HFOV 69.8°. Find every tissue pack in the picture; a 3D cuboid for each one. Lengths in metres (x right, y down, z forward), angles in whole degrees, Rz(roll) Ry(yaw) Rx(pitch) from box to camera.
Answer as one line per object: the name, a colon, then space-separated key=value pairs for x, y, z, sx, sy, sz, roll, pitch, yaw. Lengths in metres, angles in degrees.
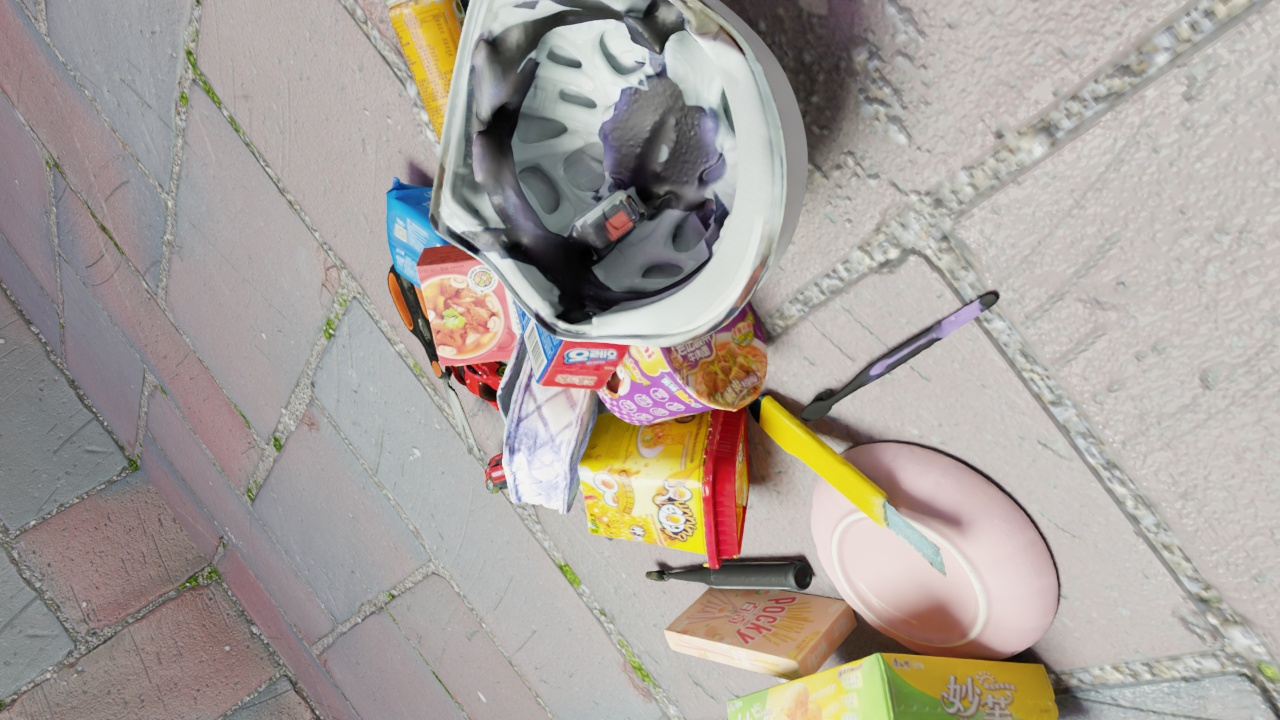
tissue pack: x=-0.186 y=-0.106 z=0.884 sx=0.157 sy=0.052 sz=0.095 roll=35 pitch=137 yaw=22

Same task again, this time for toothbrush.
toothbrush: x=0.074 y=0.203 z=0.866 sx=0.213 sy=0.027 sz=0.026 roll=-17 pitch=68 yaw=51
toothbrush: x=0.170 y=0.000 z=0.625 sx=0.014 sy=0.016 sz=0.190 roll=43 pitch=140 yaw=-4

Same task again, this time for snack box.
snack box: x=0.184 y=0.281 z=0.704 sx=0.211 sy=0.157 sz=0.070 roll=133 pitch=141 yaw=-52
snack box: x=-0.068 y=-0.075 z=0.694 sx=0.057 sy=0.058 sz=0.207 roll=-57 pitch=40 yaw=40
snack box: x=-0.130 y=-0.043 z=0.827 sx=0.113 sy=0.044 sz=0.127 roll=-7 pitch=122 yaw=0
snack box: x=0.104 y=0.237 z=0.816 sx=0.158 sy=0.084 sz=0.026 roll=-6 pitch=110 yaw=48

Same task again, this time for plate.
plate: x=0.204 y=0.152 z=0.680 sx=0.192 sy=0.038 sz=0.193 roll=27 pitch=135 yaw=31

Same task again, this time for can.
can: x=-0.154 y=-0.229 z=0.750 sx=0.058 sy=0.058 sz=0.146 roll=3 pitch=120 yaw=45

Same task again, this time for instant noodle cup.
instant noodle cup: x=0.021 y=0.094 z=0.743 sx=0.124 sy=0.115 sz=0.116 roll=2 pitch=124 yaw=13
instant noodle cup: x=0.021 y=-0.004 z=0.686 sx=0.099 sy=0.111 sz=0.111 roll=-26 pitch=98 yaw=44

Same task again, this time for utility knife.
utility knife: x=0.146 y=0.084 z=0.665 sx=0.207 sy=0.015 sz=0.033 roll=43 pitch=147 yaw=43

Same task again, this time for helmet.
helmet: x=0.001 y=-0.131 z=0.582 sx=0.259 sy=0.145 sz=0.229 roll=27 pitch=118 yaw=24

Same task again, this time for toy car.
toy car: x=-0.131 y=0.118 z=0.997 sx=0.121 sy=0.052 sz=0.045 roll=-19 pitch=79 yaw=56
toy car: x=-0.172 y=0.017 z=0.982 sx=0.106 sy=0.031 sz=0.049 roll=31 pitch=136 yaw=30

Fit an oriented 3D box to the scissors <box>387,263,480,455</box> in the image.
scissors: x=-0.223 y=-0.006 z=0.996 sx=0.163 sy=0.021 sz=0.234 roll=21 pitch=124 yaw=47

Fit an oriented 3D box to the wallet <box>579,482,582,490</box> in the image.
wallet: x=-0.067 y=0.082 z=0.928 sx=0.115 sy=0.024 sz=0.087 roll=53 pitch=148 yaw=3

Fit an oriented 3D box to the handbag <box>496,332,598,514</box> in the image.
handbag: x=-0.077 y=0.047 z=0.785 sx=0.075 sy=0.134 sz=0.194 roll=14 pitch=155 yaw=1
